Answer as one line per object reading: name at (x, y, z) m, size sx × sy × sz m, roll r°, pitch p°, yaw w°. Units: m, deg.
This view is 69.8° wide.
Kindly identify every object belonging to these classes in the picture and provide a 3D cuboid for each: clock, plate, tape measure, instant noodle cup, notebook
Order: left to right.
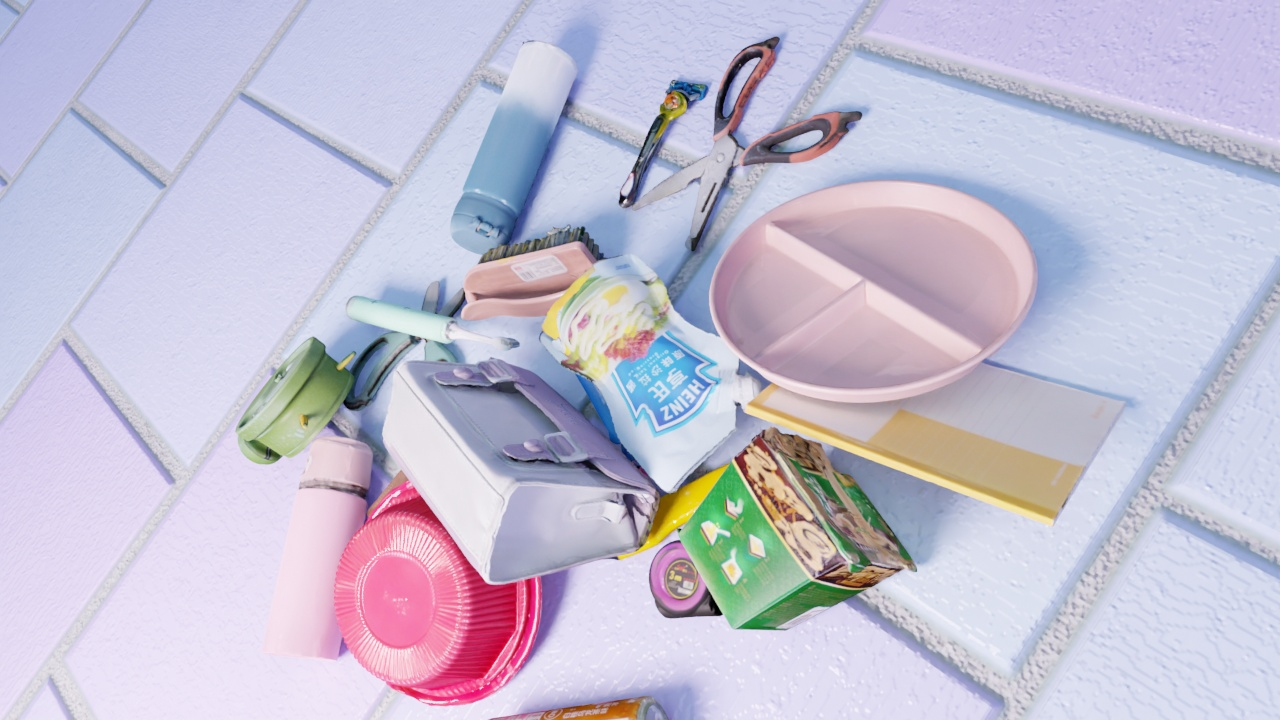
clock at (-0.343, 0.043, 0.901) m, size 0.162 × 0.056 × 0.115 m, roll -24°, pitch 33°, yaw 45°
instant noodle cup at (-0.176, 0.188, 0.738) m, size 0.194 × 0.065 × 0.194 m, roll -1°, pitch 87°, yaw 25°
tape measure at (0.037, 0.162, 0.681) m, size 0.057 × 0.039 × 0.057 m, roll -16°, pitch 68°, yaw 31°
plate at (0.165, -0.054, 0.671) m, size 0.230 × 0.028 × 0.229 m, roll -11°, pitch 44°, yaw 10°
notebook at (0.196, 0.032, 0.617) m, size 0.206 × 0.010 × 0.145 m, roll 20°, pitch 38°, yaw 34°

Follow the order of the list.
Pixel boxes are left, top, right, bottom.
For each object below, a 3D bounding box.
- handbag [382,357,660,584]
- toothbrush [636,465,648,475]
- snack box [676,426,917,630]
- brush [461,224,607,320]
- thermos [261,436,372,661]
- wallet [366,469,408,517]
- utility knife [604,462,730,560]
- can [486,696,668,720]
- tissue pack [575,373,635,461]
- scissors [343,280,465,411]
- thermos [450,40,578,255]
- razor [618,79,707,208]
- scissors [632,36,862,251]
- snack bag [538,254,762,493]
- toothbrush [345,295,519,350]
handbag at (-0.096, 0.073, 0.714) m, size 0.197 × 0.144 × 0.098 m, roll 39°, pitch 116°, yaw 44°
toothbrush at (-0.049, 0.106, 0.767) m, size 0.189 × 0.018 × 0.014 m, roll -19°, pitch 54°, yaw 18°
snack box at (0.100, 0.126, 0.629) m, size 0.106 × 0.118 × 0.117 m, roll -46°, pitch 54°, yaw 19°
brush at (-0.103, -0.073, 0.848) m, size 0.146 × 0.063 × 0.072 m, roll -8°, pitch 54°, yaw 26°
thermos at (-0.297, 0.172, 0.848) m, size 0.087 × 0.067 × 0.198 m, roll -27°, pitch 53°, yaw 51°
wallet at (-0.185, 0.125, 0.826) m, size 0.124 × 0.032 × 0.101 m, roll -49°, pitch 52°, yaw 1°
utility knife at (0.032, 0.118, 0.719) m, size 0.155 × 0.015 × 0.033 m, roll -29°, pitch 64°, yaw 13°
can at (-0.053, 0.282, 0.665) m, size 0.147 × 0.058 × 0.057 m, roll -16°, pitch 61°, yaw 22°
tissue pack at (-0.005, 0.004, 0.767) m, size 0.095 × 0.052 × 0.157 m, roll -39°, pitch 56°, yaw 10°
scissors at (-0.238, 0.001, 0.916) m, size 0.179 × 0.019 × 0.172 m, roll -10°, pitch 65°, yaw 25°
thermos at (-0.130, -0.213, 0.925) m, size 0.070 × 0.070 × 0.220 m, roll 11°, pitch 75°, yaw 32°
razor at (0.013, -0.208, 0.871) m, size 0.043 × 0.022 × 0.142 m, roll 22°, pitch 80°, yaw 36°
scissors at (0.086, -0.199, 0.830) m, size 0.223 × 0.015 × 0.188 m, roll -21°, pitch 60°, yaw 18°
snack bag at (0.005, 0.002, 0.708) m, size 0.110 × 0.039 × 0.191 m, roll -39°, pitch 56°, yaw -5°
toothbrush at (-0.206, -0.034, 0.887) m, size 0.225 × 0.027 × 0.026 m, roll 13°, pitch 104°, yaw 34°
